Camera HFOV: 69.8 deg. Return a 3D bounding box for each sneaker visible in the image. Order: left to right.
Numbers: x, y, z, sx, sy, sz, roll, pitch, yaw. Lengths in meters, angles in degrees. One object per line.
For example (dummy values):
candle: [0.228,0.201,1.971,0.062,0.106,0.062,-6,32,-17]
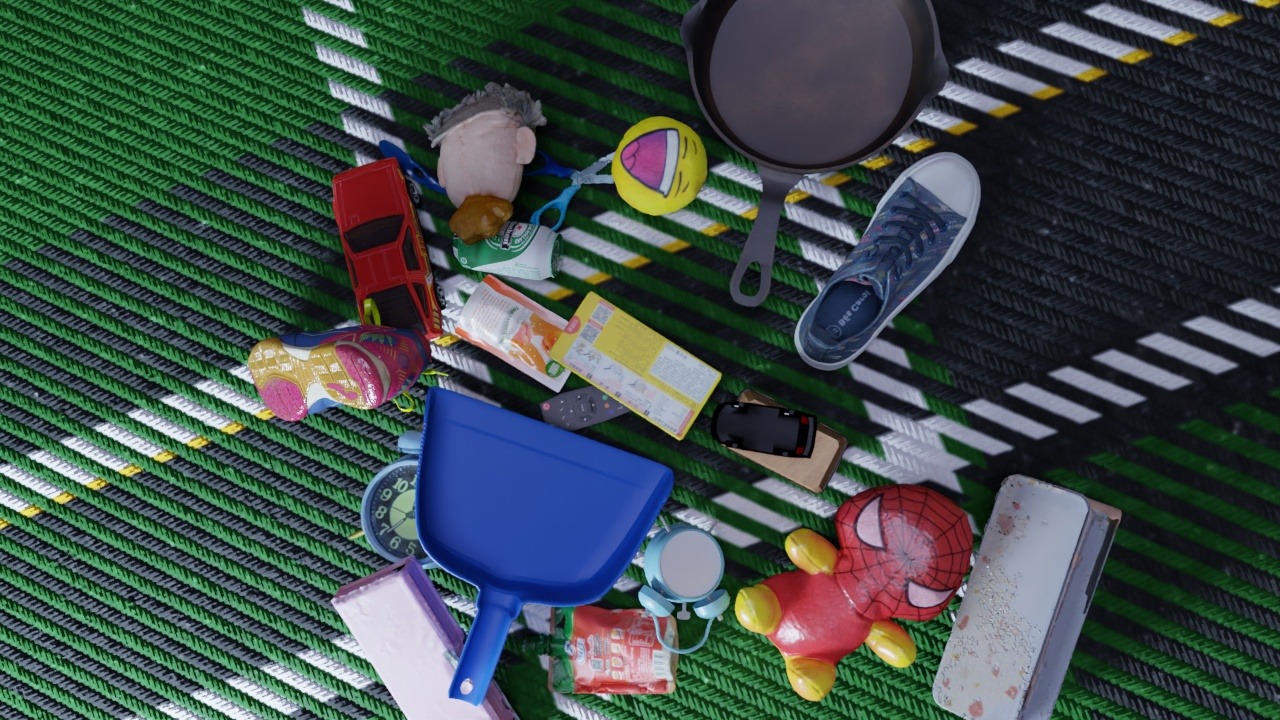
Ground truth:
sneaker: [-0.288,0.011,0.883,0.242,0.090,0.116,-4,115,42]
sneaker: [0.229,-0.089,0.834,0.087,0.079,0.235,38,93,8]

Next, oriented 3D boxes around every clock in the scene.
clock: [-0.206,0.132,0.898,0.118,0.060,0.162,29,90,9]
clock: [0.041,0.210,0.860,0.087,0.042,0.123,6,79,-15]

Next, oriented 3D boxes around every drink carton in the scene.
drink carton: [-0.115,-0.027,0.907,0.122,0.039,0.069,31,93,2]

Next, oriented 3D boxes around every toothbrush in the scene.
toothbrush: [-0.217,-0.185,0.932,0.132,0.016,0.021,36,121,8]

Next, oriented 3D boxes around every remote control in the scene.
remote control: [-0.036,0.041,0.901,0.125,0.010,0.039,-16,86,7]

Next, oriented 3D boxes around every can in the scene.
can: [-0.130,-0.110,0.898,0.101,0.053,0.053,10,89,9]

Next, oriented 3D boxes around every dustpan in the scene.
dustpan: [-0.119,0.185,0.842,0.245,0.059,0.257,20,88,-11]

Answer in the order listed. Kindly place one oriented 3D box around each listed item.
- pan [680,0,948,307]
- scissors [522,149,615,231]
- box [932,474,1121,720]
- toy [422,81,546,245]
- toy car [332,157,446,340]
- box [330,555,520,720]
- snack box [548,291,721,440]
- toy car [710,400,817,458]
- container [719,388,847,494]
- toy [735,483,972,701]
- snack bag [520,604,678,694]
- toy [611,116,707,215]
pan: [0.144,-0.223,0.868,0.249,0.043,0.356,15,90,8]
scissors: [-0.066,-0.191,0.913,0.133,0.015,0.103,-33,83,4]
box: [0.349,0.218,0.808,0.095,0.107,0.216,19,90,45]
toy: [-0.146,-0.187,0.879,0.133,0.076,0.175,-13,64,34]
toy car: [-0.253,-0.105,0.916,0.081,0.056,0.189,-15,85,6]
box: [-0.196,0.298,0.874,0.098,0.046,0.233,-26,102,17]
snack box: [-0.005,0.005,0.877,0.152,0.025,0.075,33,87,3]
toy car: [0.108,0.060,0.805,0.092,0.036,0.042,8,87,18]
container: [0.132,0.076,0.851,0.114,0.061,0.063,27,92,8]
toy: [0.198,0.195,0.820,0.216,0.098,0.147,-39,94,6]
snack bag: [-0.041,0.278,0.883,0.155,0.044,0.087,-1,82,12]
toy: [0.019,-0.188,0.886,0.094,0.041,0.095,10,88,6]
